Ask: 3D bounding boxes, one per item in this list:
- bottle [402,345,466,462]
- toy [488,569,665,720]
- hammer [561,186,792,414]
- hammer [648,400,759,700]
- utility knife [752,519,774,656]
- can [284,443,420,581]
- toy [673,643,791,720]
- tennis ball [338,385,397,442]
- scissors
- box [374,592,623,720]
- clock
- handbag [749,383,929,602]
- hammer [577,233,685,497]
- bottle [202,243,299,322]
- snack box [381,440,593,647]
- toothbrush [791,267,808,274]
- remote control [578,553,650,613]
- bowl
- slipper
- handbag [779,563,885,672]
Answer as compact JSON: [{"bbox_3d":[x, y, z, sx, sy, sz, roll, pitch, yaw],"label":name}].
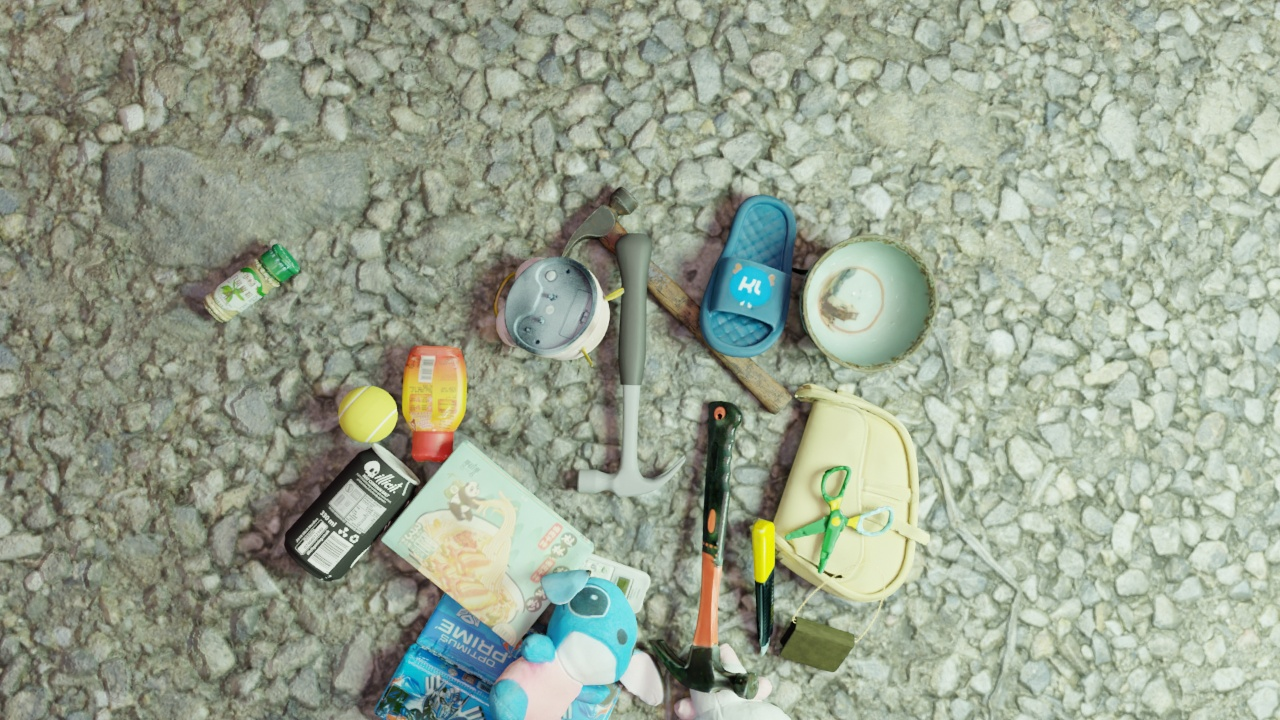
[{"bbox_3d":[-0.240,0.051,1.067,0.071,0.048,0.134,2,85,-4],"label":"bottle"},{"bbox_3d":[-0.071,0.336,1.004,0.191,0.099,0.224,-48,126,-22],"label":"toy"},{"bbox_3d":[0.050,-0.054,1.112,0.330,0.033,0.120,45,87,0],"label":"hammer"},{"bbox_3d":[0.085,0.209,1.066,0.133,0.033,0.332,-3,74,36],"label":"hammer"},{"bbox_3d":[0.144,0.267,1.070,0.028,0.020,0.175,-21,114,-45],"label":"utility knife"},{"bbox_3d":[-0.324,0.171,1.034,0.080,0.080,0.146,41,83,0],"label":"can"},{"bbox_3d":[0.104,0.416,1.045,0.139,0.101,0.179,-23,63,8],"label":"toy"},{"bbox_3d":[-0.312,0.062,1.052,0.065,0.065,0.065,0,85,-5],"label":"tennis ball"},{"bbox_3d":[0.229,0.184,1.036,0.123,0.011,0.127,16,83,14],"label":"scissors"},{"bbox_3d":[-0.155,0.382,1.042,0.243,0.060,0.175,29,83,-2],"label":"box"},{"bbox_3d":[-0.108,-0.060,1.066,0.158,0.059,0.116,17,81,26],"label":"clock"},{"bbox_3d":[0.243,0.158,1.080,0.191,0.088,0.232,19,84,0],"label":"handbag"},{"bbox_3d":[-0.007,0.006,1.082,0.125,0.029,0.311,2,91,0],"label":"hammer"},{"bbox_3d":[-0.453,-0.089,1.066,0.110,0.043,0.042,-37,89,-5],"label":"bottle"},{"bbox_3d":[-0.171,0.205,1.039,0.193,0.044,0.141,40,89,-1],"label":"snack box"},{"bbox_3d":[0.219,-0.108,1.136,0.188,0.014,0.017,2,98,-4],"label":"toothbrush"},{"bbox_3d":[-0.057,0.253,1.078,0.133,0.022,0.050,20,85,-3],"label":"remote control"},{"bbox_3d":[0.257,-0.070,1.089,0.160,0.094,0.160,-1,97,-6],"label":"bowl"},{"bbox_3d":[0.138,-0.102,1.086,0.104,0.059,0.213,19,73,-7],"label":"slipper"},{"bbox_3d":[0.223,0.286,1.042,0.084,0.027,0.178,18,127,-3],"label":"handbag"}]
